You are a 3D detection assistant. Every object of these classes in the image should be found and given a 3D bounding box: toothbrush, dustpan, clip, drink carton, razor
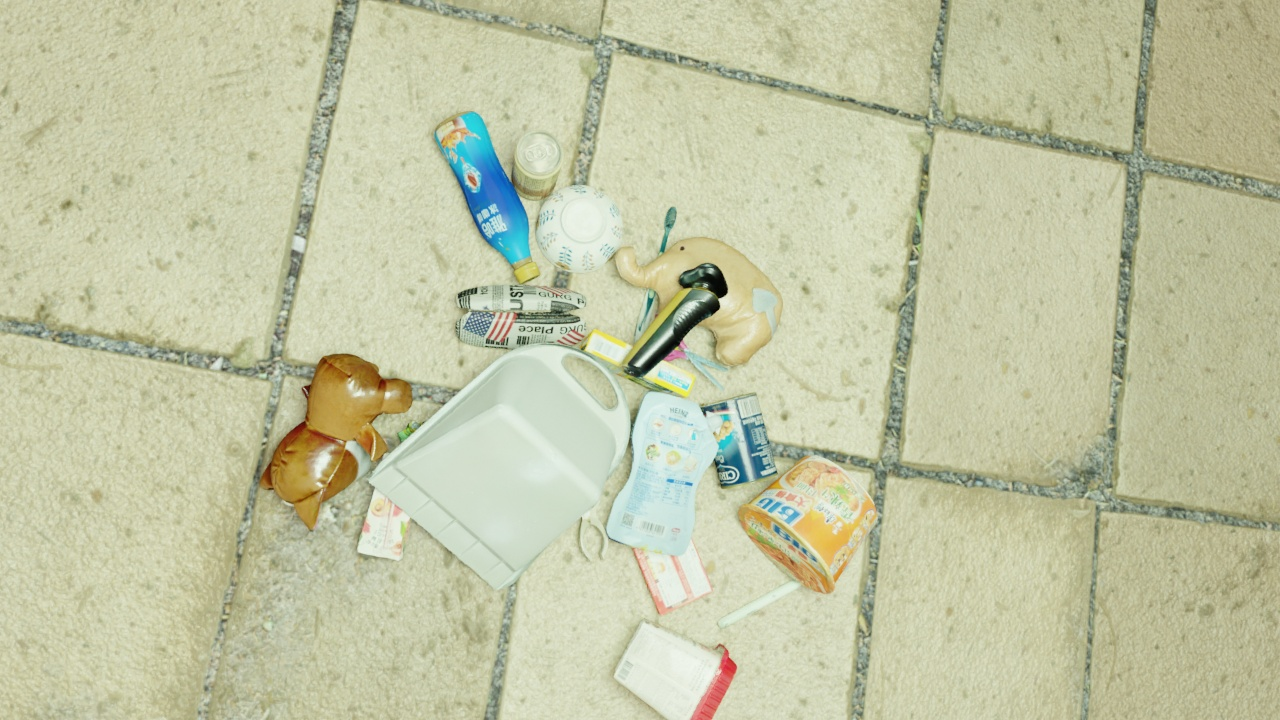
[{"bbox_3d":[0.185,0.301,1.189,0.189,0.029,0.020,-24,47,-10],"label":"toothbrush"},{"bbox_3d":[-0.142,0.109,1.098,0.258,0.142,0.222,-35,110,26],"label":"dustpan"},{"bbox_3d":[-0.063,0.202,1.149,0.071,0.035,0.100,-11,79,-10],"label":"clip"},{"bbox_3d":[0.021,-0.111,1.195,0.016,0.018,0.191,16,83,-9],"label":"toothbrush"},{"bbox_3d":[-0.297,0.174,1.101,0.053,0.045,0.122,14,82,-7],"label":"drink carton"},{"bbox_3d":[0.038,-0.046,1.096,0.067,0.062,0.167,34,76,34],"label":"razor"}]

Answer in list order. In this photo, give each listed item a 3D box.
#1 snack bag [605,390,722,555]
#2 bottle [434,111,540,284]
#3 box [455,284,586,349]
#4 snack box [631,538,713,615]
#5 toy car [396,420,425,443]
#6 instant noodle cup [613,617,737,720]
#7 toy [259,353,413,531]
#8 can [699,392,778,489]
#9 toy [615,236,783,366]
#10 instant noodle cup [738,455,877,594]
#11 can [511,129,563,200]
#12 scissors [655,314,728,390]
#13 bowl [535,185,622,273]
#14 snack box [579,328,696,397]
[{"bbox_3d":[0.031,0.139,1.122,0.110,0.039,0.191,15,93,-4],"label":"snack bag"},{"bbox_3d":[-0.183,-0.200,1.142,0.065,0.065,0.218,-26,90,-11],"label":"bottle"},{"bbox_3d":[-0.148,-0.047,1.144,0.162,0.076,0.088,2,107,-13],"label":"box"},{"bbox_3d":[0.029,0.237,1.163,0.075,0.025,0.153,-22,89,-10],"label":"snack box"},{"bbox_3d":[-0.249,0.084,1.119,0.091,0.043,0.036,-19,86,-9],"label":"toy car"},{"bbox_3d":[0.038,0.379,1.115,0.124,0.116,0.116,30,80,5],"label":"instant noodle cup"},{"bbox_3d":[-0.358,0.091,1.072,0.130,0.140,0.199,39,78,-47],"label":"toy"},{"bbox_3d":[0.125,0.100,1.166,0.075,0.075,0.111,-14,87,-11],"label":"can"},{"bbox_3d":[0.077,-0.095,1.172,0.226,0.083,0.143,32,67,-3],"label":"toy"},{"bbox_3d":[0.214,0.198,1.144,0.111,0.152,0.151,-43,93,-19],"label":"instant noodle cup"},{"bbox_3d":[-0.128,-0.239,1.129,0.058,0.116,0.058,1,85,-10],"label":"can"},{"bbox_3d":[0.060,-0.014,1.182,0.134,0.017,0.113,19,41,-30],"label":"scissors"},{"bbox_3d":[-0.075,-0.172,1.162,0.113,0.062,0.113,1,83,-10],"label":"bowl"},{"bbox_3d":[-0.007,0.007,1.145,0.140,0.087,0.033,27,81,-7],"label":"snack box"}]
